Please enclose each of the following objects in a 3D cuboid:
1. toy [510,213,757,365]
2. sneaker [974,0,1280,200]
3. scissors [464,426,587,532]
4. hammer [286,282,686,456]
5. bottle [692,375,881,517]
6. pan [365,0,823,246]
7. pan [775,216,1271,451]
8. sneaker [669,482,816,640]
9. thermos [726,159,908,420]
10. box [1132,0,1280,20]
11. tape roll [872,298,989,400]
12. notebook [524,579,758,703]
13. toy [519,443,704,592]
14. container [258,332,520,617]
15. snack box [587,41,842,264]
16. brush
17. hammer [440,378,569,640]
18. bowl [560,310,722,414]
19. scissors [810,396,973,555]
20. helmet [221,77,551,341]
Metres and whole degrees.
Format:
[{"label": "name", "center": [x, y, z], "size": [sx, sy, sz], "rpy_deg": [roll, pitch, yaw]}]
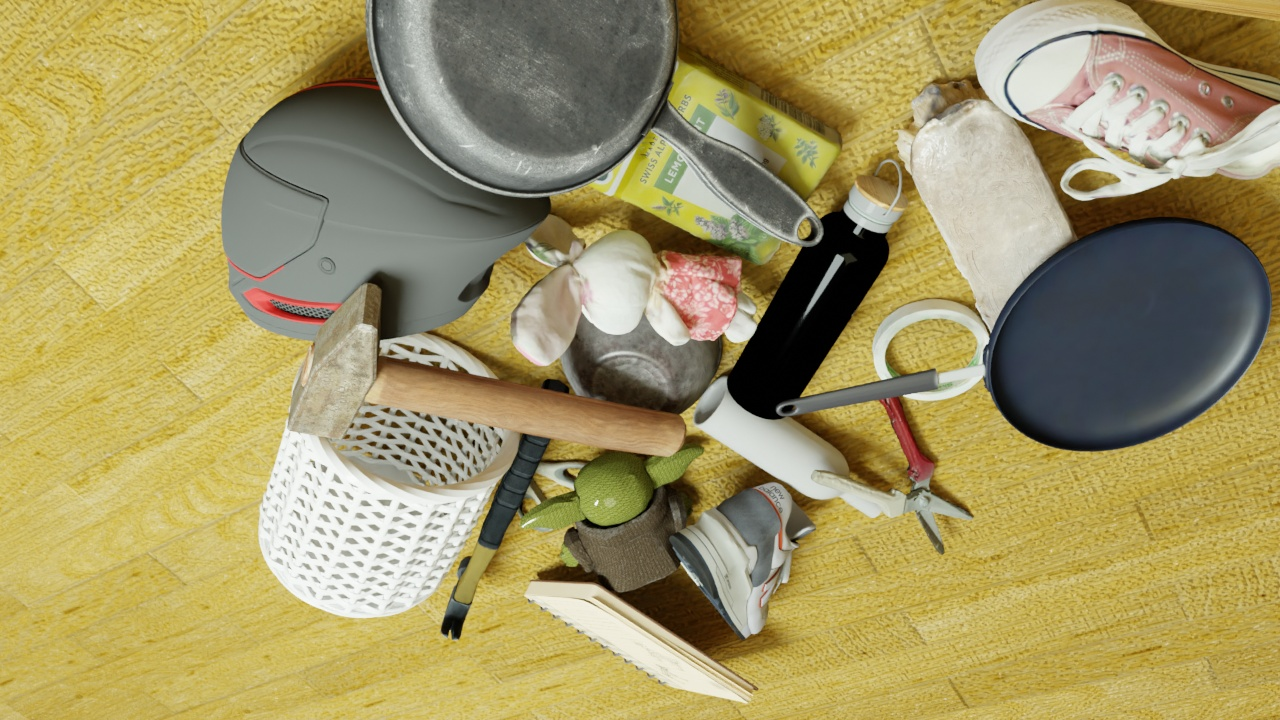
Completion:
[{"label": "toy", "center": [-0.002, -0.055, 0.703], "size": [0.194, 0.158, 0.084], "rpy_deg": [7, 135, -14]}, {"label": "sneaker", "center": [0.320, -0.149, 0.572], "size": [0.241, 0.087, 0.119], "rpy_deg": [11, 149, -15]}, {"label": "scissors", "center": [-0.108, 0.115, 0.915], "size": [0.157, 0.012, 0.169], "rpy_deg": [4, 127, 4]}, {"label": "hammer", "center": [-0.097, 0.030, 0.696], "size": [0.300, 0.037, 0.158], "rpy_deg": [13, 144, -25]}, {"label": "bottle", "center": [0.140, 0.086, 0.829], "size": [0.195, 0.052, 0.053], "rpy_deg": [33, 124, -15]}, {"label": "pan", "center": [0.005, -0.154, 0.565], "size": [0.356, 0.055, 0.187], "rpy_deg": [27, 93, -32]}, {"label": "pan", "center": [0.277, 0.001, 0.683], "size": [0.357, 0.021, 0.199], "rpy_deg": [-12, 123, 6]}, {"label": "sneaker", "center": [0.112, 0.188, 0.884], "size": [0.124, 0.089, 0.240], "rpy_deg": [-38, 150, -7]}, {"label": "thermos", "center": [0.142, -0.054, 0.720], "size": [0.061, 0.061, 0.232], "rpy_deg": [21, 127, -6]}, {"label": "box", "center": [0.271, -0.301, 0.405], "size": [0.279, 0.269, 0.264], "rpy_deg": [10, 112, 2]}, {"label": "tape roll", "center": [0.242, -0.008, 0.765], "size": [0.094, 0.018, 0.094], "rpy_deg": [4, 127, 6]}, {"label": "notebook", "center": [-0.005, 0.299, 0.979], "size": [0.225, 0.024, 0.168], "rpy_deg": [38, 153, -20]}, {"label": "toy", "center": [-0.016, 0.152, 0.882], "size": [0.179, 0.078, 0.153], "rpy_deg": [-22, 127, -8]}, {"label": "container", "center": [-0.227, 0.100, 0.816], "size": [0.189, 0.188, 0.187], "rpy_deg": [25, 127, -9]}, {"label": "snack box", "center": [0.045, -0.152, 0.673], "size": [0.181, 0.045, 0.122], "rpy_deg": [26, 126, -10]}, {"label": "brush", "center": [0.276, -0.082, 0.680], "size": [0.083, 0.056, 0.271], "rpy_deg": [-28, 118, 22]}, {"label": "hammer", "center": [-0.136, 0.152, 0.879], "size": [0.025, 0.117, 0.334], "rpy_deg": [21, 127, -9]}, {"label": "bowl", "center": [-0.005, 0.005, 0.784], "size": [0.145, 0.067, 0.145], "rpy_deg": [5, 127, 6]}, {"label": "scissors", "center": [0.231, 0.107, 0.829], "size": [0.179, 0.015, 0.195], "rpy_deg": [-12, 109, -21]}, {"label": "helmet", "center": [-0.193, -0.116, 0.665], "size": [0.265, 0.163, 0.170], "rpy_deg": [7, 122, 14]}]
